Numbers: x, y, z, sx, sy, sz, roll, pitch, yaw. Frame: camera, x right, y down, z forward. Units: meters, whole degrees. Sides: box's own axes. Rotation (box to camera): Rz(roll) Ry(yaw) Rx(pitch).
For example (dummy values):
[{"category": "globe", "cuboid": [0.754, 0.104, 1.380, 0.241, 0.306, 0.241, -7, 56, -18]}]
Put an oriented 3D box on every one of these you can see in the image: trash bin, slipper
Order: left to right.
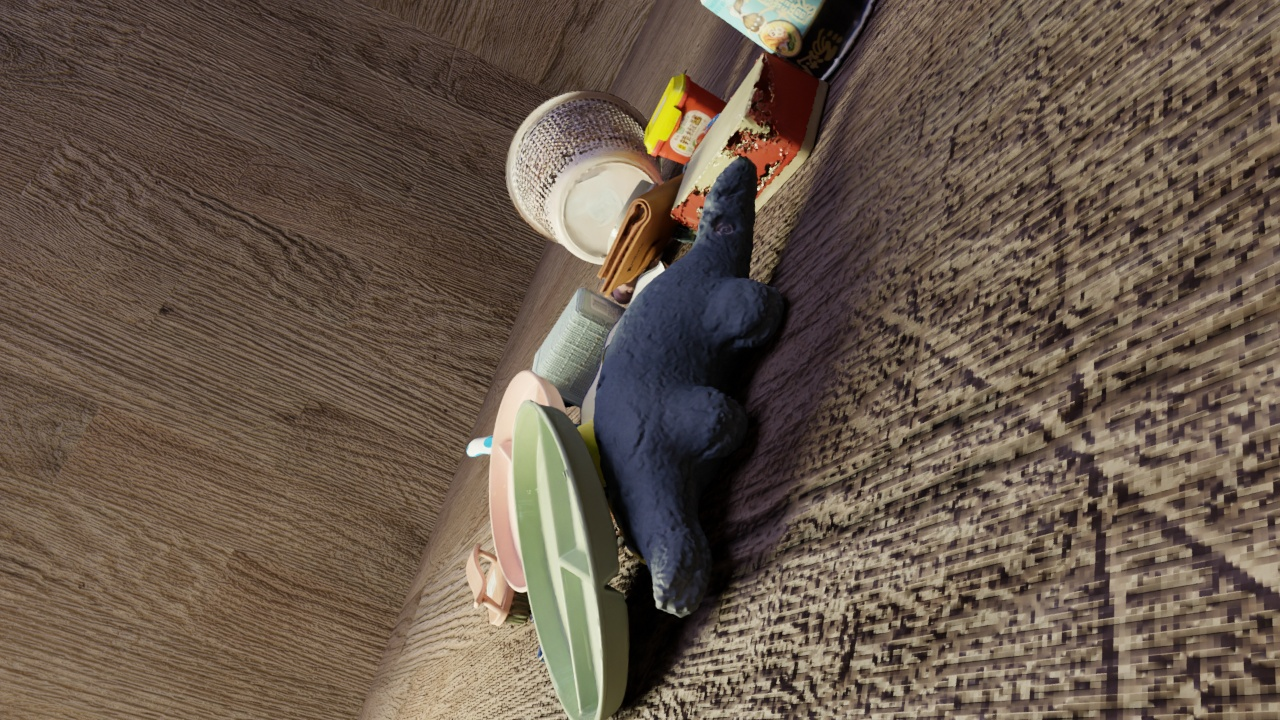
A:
[{"category": "trash bin", "cuboid": [-0.058, -0.231, 1.235, 0.228, 0.227, 0.192, -62, 25, 19]}, {"category": "slipper", "cuboid": [0.002, -0.129, 1.055, 0.114, 0.054, 0.274, -60, -4, -10]}]

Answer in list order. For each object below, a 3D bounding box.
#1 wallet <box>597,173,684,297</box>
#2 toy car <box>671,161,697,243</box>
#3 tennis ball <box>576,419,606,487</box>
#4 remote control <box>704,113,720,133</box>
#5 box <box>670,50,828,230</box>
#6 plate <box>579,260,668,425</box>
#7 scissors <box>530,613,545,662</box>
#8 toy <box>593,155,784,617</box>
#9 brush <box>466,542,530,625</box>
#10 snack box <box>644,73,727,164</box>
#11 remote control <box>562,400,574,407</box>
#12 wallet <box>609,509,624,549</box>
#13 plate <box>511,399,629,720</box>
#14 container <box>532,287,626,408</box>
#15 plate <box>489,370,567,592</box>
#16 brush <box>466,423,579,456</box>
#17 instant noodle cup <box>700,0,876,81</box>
[{"category": "wallet", "cuboid": [0.007, -0.125, 0.891, 0.108, 0.031, 0.131, -60, -10, 31]}, {"category": "toy car", "cuboid": [0.058, -0.167, 0.958, 0.034, 0.043, 0.090, 8, -78, -67]}, {"category": "tennis ball", "cuboid": [-0.029, 0.077, 0.698, 0.066, 0.065, 0.065, -61, 13, 24]}, {"category": "remote control", "cuboid": [0.072, -0.208, 1.010, 0.049, 0.024, 0.125, 172, 117, -77]}, {"category": "box", "cuboid": [0.081, -0.179, 0.788, 0.169, 0.077, 0.091, 134, 157, -61]}, {"category": "plate", "cuboid": [-0.005, 0.005, 0.894, 0.205, 0.045, 0.205, -159, 91, -79]}, {"category": "scissors", "cuboid": [-0.072, 0.209, 0.878, 0.163, 0.012, 0.175, -53, 17, 49]}, {"category": "toy", "cuboid": [0.028, 0.009, 0.635, 0.138, 0.091, 0.355, -31, 37, 50]}, {"category": "brush", "cuboid": [-0.159, 0.251, 1.036, 0.063, 0.073, 0.145, -65, 14, 8]}, {"category": "snack box", "cuboid": [0.057, -0.276, 1.073, 0.091, 0.080, 0.081, -60, 14, 28]}, {"category": "remote control", "cuboid": [-0.107, 0.048, 1.117, 0.136, 0.053, 0.024, -5, -94, -62]}, {"category": "wallet", "cuboid": [-0.004, 0.091, 0.764, 0.101, 0.032, 0.125, -90, 26, -54]}, {"category": "plate", "cuboid": [-0.052, 0.140, 0.645, 0.230, 0.027, 0.230, 172, 90, -71]}, {"category": "container", "cuboid": [-0.064, -0.016, 1.097, 0.112, 0.090, 0.090, -57, 14, 22]}, {"category": "plate", "cuboid": [-0.116, 0.125, 0.962, 0.230, 0.028, 0.229, -176, 90, -65]}, {"category": "brush", "cuboid": [-0.149, 0.110, 1.169, 0.315, 0.109, 0.060, 145, 144, -68]}, {"category": "instant noodle cup", "cuboid": [0.117, -0.302, 0.754, 0.111, 0.120, 0.111, -61, 13, 24]}]
